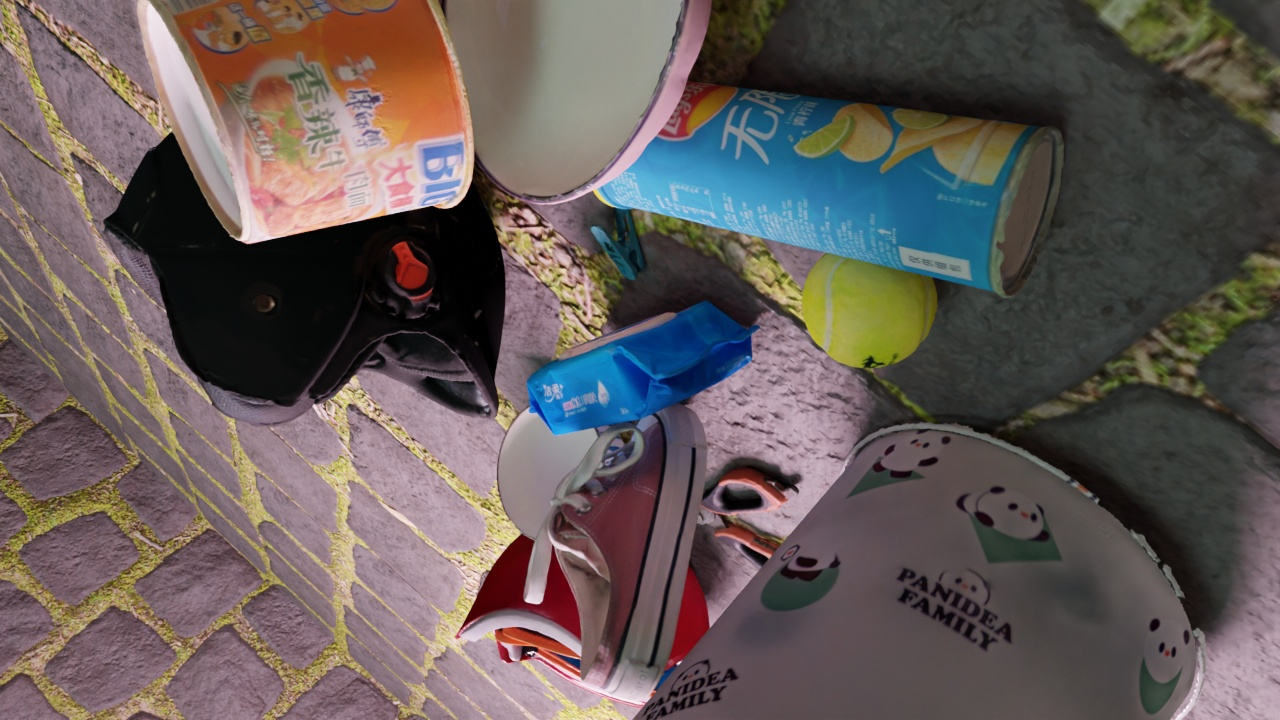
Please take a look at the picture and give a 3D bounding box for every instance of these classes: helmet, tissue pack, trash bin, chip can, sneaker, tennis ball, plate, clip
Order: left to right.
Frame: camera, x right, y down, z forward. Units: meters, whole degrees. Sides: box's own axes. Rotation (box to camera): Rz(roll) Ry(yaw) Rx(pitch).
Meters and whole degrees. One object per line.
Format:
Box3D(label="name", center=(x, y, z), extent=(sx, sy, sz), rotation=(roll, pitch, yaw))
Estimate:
Box3D(label="helmet", center=(-0.208, -0.062, 0.625), extent=(0.274, 0.230, 0.234), rotation=(23, 167, -20))
Box3D(label="plate", center=(-0.029, -0.167, 0.416), extent=(0.193, 0.039, 0.192), rotation=(7, 100, 50))
Box3D(label="helmet", center=(-0.028, 0.221, 0.825), extent=(0.207, 0.143, 0.240), rotation=(0, 149, 30))
Box3D(label="sneaker", center=(-0.016, 0.100, 0.589), extent=(0.088, 0.240, 0.118), rotation=(21, 125, -5))
Box3D(label="clip", center=(-0.012, -0.074, 0.582), extent=(0.013, 0.037, 0.055), rotation=(19, 151, 36))
Box3D(label="tissue pack", center=(-0.003, 0.003, 0.592), extent=(0.157, 0.094, 0.052), rotation=(-16, 98, 53))
Box3D(label="chip can", center=(0.075, -0.088, 0.424), extent=(0.210, 0.071, 0.071), rotation=(19, 140, 33))
Box3D(label="tennis ball", center=(0.113, -0.029, 0.453), extent=(0.065, 0.065, 0.066), rotation=(29, 145, 23))
Box3D(label="trash bin", center=(0.126, 0.196, 0.492), extent=(0.229, 0.251, 0.230), rotation=(37, 147, 29))

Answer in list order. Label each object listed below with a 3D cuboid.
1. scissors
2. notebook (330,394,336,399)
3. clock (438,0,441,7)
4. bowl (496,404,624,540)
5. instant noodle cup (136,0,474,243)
Box3D(label="scissors", center=(0.063, 0.123, 0.730), extent=(0.189, 0.015, 0.225), rotation=(43, 149, 1))
Box3D(label="notebook", center=(-0.298, -0.088, 0.786), extent=(0.150, 0.012, 0.209), rotation=(-102, -8, -60))
Box3D(label="clock", center=(-0.119, -0.181, 0.542), extent=(0.117, 0.059, 0.158), rotation=(-13, 116, 52))
Box3D(label="bowl", center=(-0.055, 0.091, 0.756), extent=(0.117, 0.116, 0.066), rotation=(15, -179, 38))
Box3D(label="instant noodle cup", center=(-0.168, -0.132, 0.457), extent=(0.151, 0.111, 0.152), rotation=(40, 144, 38))
